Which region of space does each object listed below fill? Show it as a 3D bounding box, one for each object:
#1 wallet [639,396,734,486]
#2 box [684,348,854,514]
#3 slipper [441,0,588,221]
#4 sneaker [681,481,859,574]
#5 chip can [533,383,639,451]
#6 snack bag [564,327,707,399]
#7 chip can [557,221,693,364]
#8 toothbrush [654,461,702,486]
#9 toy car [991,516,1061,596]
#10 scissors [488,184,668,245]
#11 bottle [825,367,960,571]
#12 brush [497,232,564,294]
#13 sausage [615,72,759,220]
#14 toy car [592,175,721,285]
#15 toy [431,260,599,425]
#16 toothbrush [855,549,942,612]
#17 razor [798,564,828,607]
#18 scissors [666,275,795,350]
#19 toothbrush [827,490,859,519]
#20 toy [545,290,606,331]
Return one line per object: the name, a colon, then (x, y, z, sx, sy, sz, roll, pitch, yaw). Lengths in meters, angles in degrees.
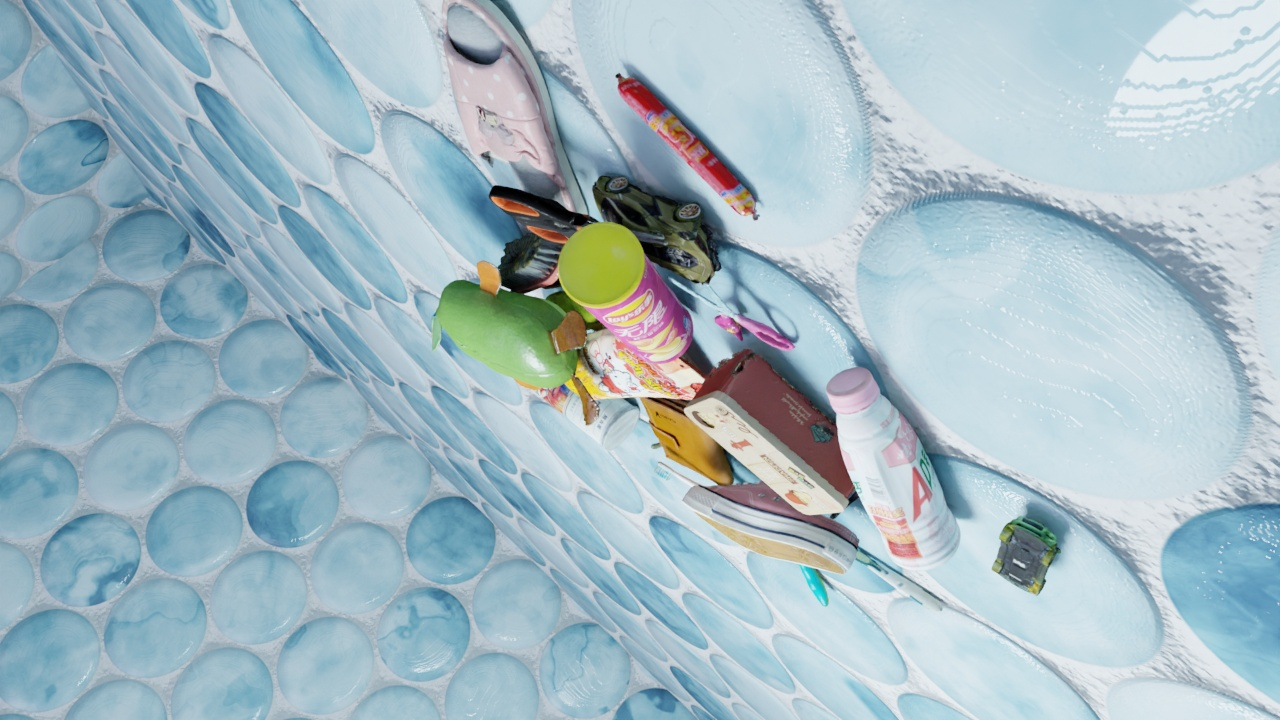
wallet: (0.054, 0.092, 1.132, 0.119, 0.035, 0.131, 19, 148, 37)
box: (0.136, 0.065, 0.884, 0.168, 0.079, 0.091, 41, 159, -8)
slipper: (-0.121, -0.213, 0.855, 0.114, 0.054, 0.275, 29, 156, 34)
sneaker: (0.147, 0.163, 1.010, 0.118, 0.087, 0.241, 41, 160, -32)
chip can: (-0.103, 0.033, 1.251, 0.215, 0.071, 0.071, 37, 158, 22)
snack bag: (-0.006, 0.006, 1.035, 0.128, 0.073, 0.208, 45, 154, -24)
chip can: (-0.006, -0.052, 0.822, 0.071, 0.071, 0.210, 37, 178, 20)
toothbrush: (0.117, 0.183, 1.130, 0.224, 0.027, 0.026, 29, -178, 11)
toy car: (0.319, 0.159, 0.757, 0.043, 0.036, 0.091, 32, 157, 32)
scissors: (-0.044, -0.120, 0.840, 0.235, 0.021, 0.136, 24, 171, 26)
bottle: (0.215, 0.093, 0.792, 0.068, 0.068, 0.197, 11, 137, 56)
brush: (-0.106, -0.108, 1.024, 0.069, 0.063, 0.146, 20, 168, -25)
sausage: (0.037, -0.164, 0.705, 0.156, 0.020, 0.020, 45, 159, 0)
toy car: (0.010, -0.116, 0.815, 0.158, 0.042, 0.070, 31, 154, 38)
toy: (-0.143, -0.029, 1.044, 0.247, 0.089, 0.227, 24, 145, 28)
toothbrush: (0.253, 0.226, 1.031, 0.192, 0.016, 0.018, 31, 165, 32)
razor: (0.203, 0.261, 1.168, 0.043, 0.028, 0.132, -29, 105, 36)
scissors: (0.084, -0.039, 0.810, 0.125, 0.017, 0.133, 26, 172, 26)
toothbrush: (0.217, 0.133, 0.926, 0.018, 0.015, 0.181, 49, 161, 14)
toy: (-0.075, -0.058, 1.083, 0.100, 0.031, 0.097, 22, 164, 29)
